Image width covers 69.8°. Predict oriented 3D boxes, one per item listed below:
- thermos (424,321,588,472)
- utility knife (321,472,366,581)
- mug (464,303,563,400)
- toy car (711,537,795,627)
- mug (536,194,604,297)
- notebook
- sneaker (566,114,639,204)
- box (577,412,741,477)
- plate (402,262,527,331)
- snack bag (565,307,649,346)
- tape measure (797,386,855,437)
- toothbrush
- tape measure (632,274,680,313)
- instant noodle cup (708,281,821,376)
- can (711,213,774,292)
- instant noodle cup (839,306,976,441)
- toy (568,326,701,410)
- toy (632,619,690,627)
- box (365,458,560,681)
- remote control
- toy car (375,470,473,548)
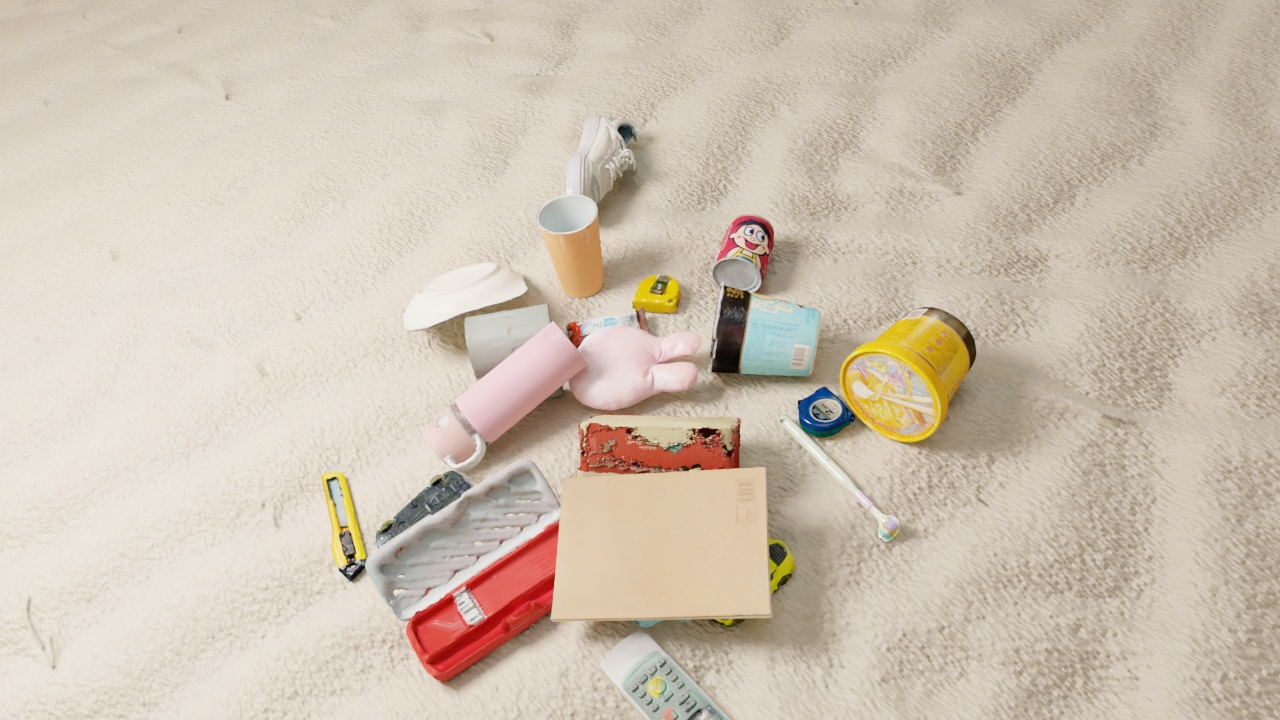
[{"bbox_3d":[-0.151,0.046,1.047,0.198,0.067,0.087,-40,43,-6],"label":"thermos"},{"bbox_3d":[-0.333,0.180,1.021,0.033,0.015,0.153,-21,48,-13],"label":"utility knife"},{"bbox_3d":[-0.152,-0.003,1.122,0.103,0.084,0.124,-12,74,-2],"label":"mug"},{"bbox_3d":[0.105,0.215,0.900,0.105,0.032,0.048,-37,53,-20],"label":"toy car"},{"bbox_3d":[-0.086,-0.145,1.198,0.078,0.123,0.078,-4,48,5],"label":"mug"},{"bbox_3d":[0.020,0.177,0.894,0.212,0.012,0.149,-5,58,12],"label":"notebook"},{"bbox_3d":[-0.051,-0.284,1.349,0.091,0.090,0.241,3,42,7],"label":"sneaker"},{"bbox_3d":[0.021,0.086,0.977,0.168,0.077,0.091,1,5,11],"label":"box"},{"bbox_3d":[-0.233,-0.092,1.191,0.163,0.034,0.164,-20,21,-8],"label":"plate"},{"bbox_3d":[-0.042,-0.040,1.160,0.104,0.026,0.048,-11,54,0],"label":"snack bag"},{"bbox_3d":[0.204,0.061,1.027,0.054,0.025,0.058,-29,46,-13],"label":"tape measure"},{"bbox_3d":[0.207,0.118,0.979,0.020,0.029,0.189,9,30,-42],"label":"toothbrush"},{"bbox_3d":[0.023,-0.088,1.191,0.060,0.029,0.057,7,49,15],"label":"tape measure"},{"bbox_3d":[0.146,-0.029,1.073,0.120,0.111,0.111,8,50,7],"label":"instant noodle cup"},{"bbox_3d":[0.135,-0.139,1.191,0.066,0.067,0.093,8,50,17],"label":"can"},{"bbox_3d":[0.298,0.008,1.001,0.118,0.119,0.114,28,51,30],"label":"instant noodle cup"},{"bbox_3d":[-0.006,0.006,1.091,0.160,0.054,0.121,-2,52,16],"label":"toy"},{"bbox_3d":[0.042,0.185,0.924,0.156,0.050,0.161,-29,41,-4],"label":"toy"},{"bbox_3d":[-0.157,0.210,0.932,0.200,0.065,0.159,-32,71,-17],"label":"box"},{"bbox_3d":[0.023,0.308,0.839,0.056,0.019,0.135,-36,52,-21],"label":"remote control"},{"bbox_3d":[-0.231,0.172,0.998,0.120,0.037,0.054,-41,54,-12],"label":"toy car"}]
